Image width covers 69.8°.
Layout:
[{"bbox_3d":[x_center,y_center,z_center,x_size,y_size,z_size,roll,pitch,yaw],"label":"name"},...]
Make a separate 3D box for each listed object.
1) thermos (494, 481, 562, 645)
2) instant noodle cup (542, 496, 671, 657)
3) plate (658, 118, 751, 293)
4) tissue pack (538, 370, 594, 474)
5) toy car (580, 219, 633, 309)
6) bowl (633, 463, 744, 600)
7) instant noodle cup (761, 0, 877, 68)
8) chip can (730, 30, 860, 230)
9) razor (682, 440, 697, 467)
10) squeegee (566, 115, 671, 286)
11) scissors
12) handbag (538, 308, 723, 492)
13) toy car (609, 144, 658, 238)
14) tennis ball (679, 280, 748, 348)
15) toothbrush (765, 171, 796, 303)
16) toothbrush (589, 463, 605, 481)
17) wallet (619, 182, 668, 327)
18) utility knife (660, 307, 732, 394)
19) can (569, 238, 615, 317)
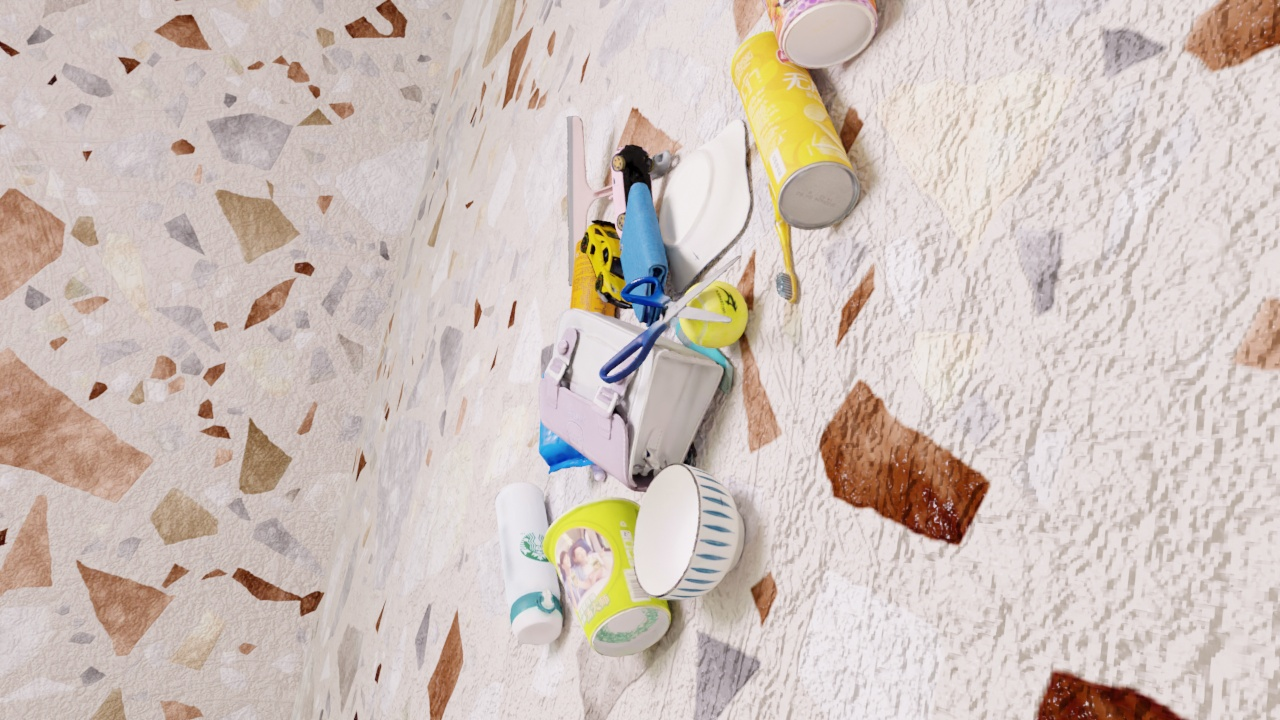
[{"bbox_3d":[-0.139,0.251,1.148,0.073,0.073,0.224,-61,28,28],"label":"thermos"},{"bbox_3d":[-0.027,0.215,0.891,0.112,0.111,0.123,-60,36,30],"label":"instant noodle cup"},{"bbox_3d":[0.061,-0.172,1.002,0.165,0.034,0.163,-44,38,48],"label":"plate"},{"bbox_3d":[-0.071,0.057,1.104,0.095,0.052,0.157,-17,58,29],"label":"tissue pack"},{"bbox_3d":[-0.026,-0.116,1.114,0.155,0.071,0.041,-108,36,-47],"label":"toy car"},{"bbox_3d":[0.048,0.153,0.801,0.117,0.066,0.116,-44,38,48],"label":"bowl"},{"bbox_3d":[0.156,-0.321,0.804,0.112,0.111,0.099,-39,49,53],"label":"instant noodle cup"},{"bbox_3d":[0.134,-0.211,0.820,0.072,0.072,0.213,-54,31,38],"label":"chip can"},{"bbox_3d":[0.039,0.052,0.933,0.043,0.022,0.142,-48,40,35],"label":"razor"},{"bbox_3d":[-0.022,-0.236,1.214,0.250,0.040,0.247,-8,81,57],"label":"squeegee"},{"bbox_3d":[0.022,-0.041,0.845,0.162,0.012,0.173,-51,34,-14],"label":"scissors"},{"bbox_3d":[-0.024,0.036,0.931,0.197,0.098,0.145,26,104,56],"label":"handbag"},{"bbox_3d":[-0.010,-0.200,1.114,0.037,0.056,0.122,-2,93,48],"label":"toy car"},{"bbox_3d":[0.069,-0.043,0.870,0.066,0.065,0.065,-44,39,49],"label":"tennis ball"},{"bbox_3d":[0.127,-0.132,0.854,0.016,0.018,0.191,-44,38,46],"label":"toothbrush"},{"bbox_3d":[-0.077,0.086,1.148,0.029,0.021,0.189,-68,31,28],"label":"toothbrush"},{"bbox_3d":[0.005,-0.116,1.025,0.107,0.040,0.133,99,165,-50],"label":"wallet"},{"bbox_3d":[0.052,-0.023,0.959,0.029,0.013,0.223,-68,25,17],"label":"utility knife"},{"bbox_3d":[-0.060,-0.086,1.184,0.058,0.058,0.145,-37,44,54],"label":"can"}]
